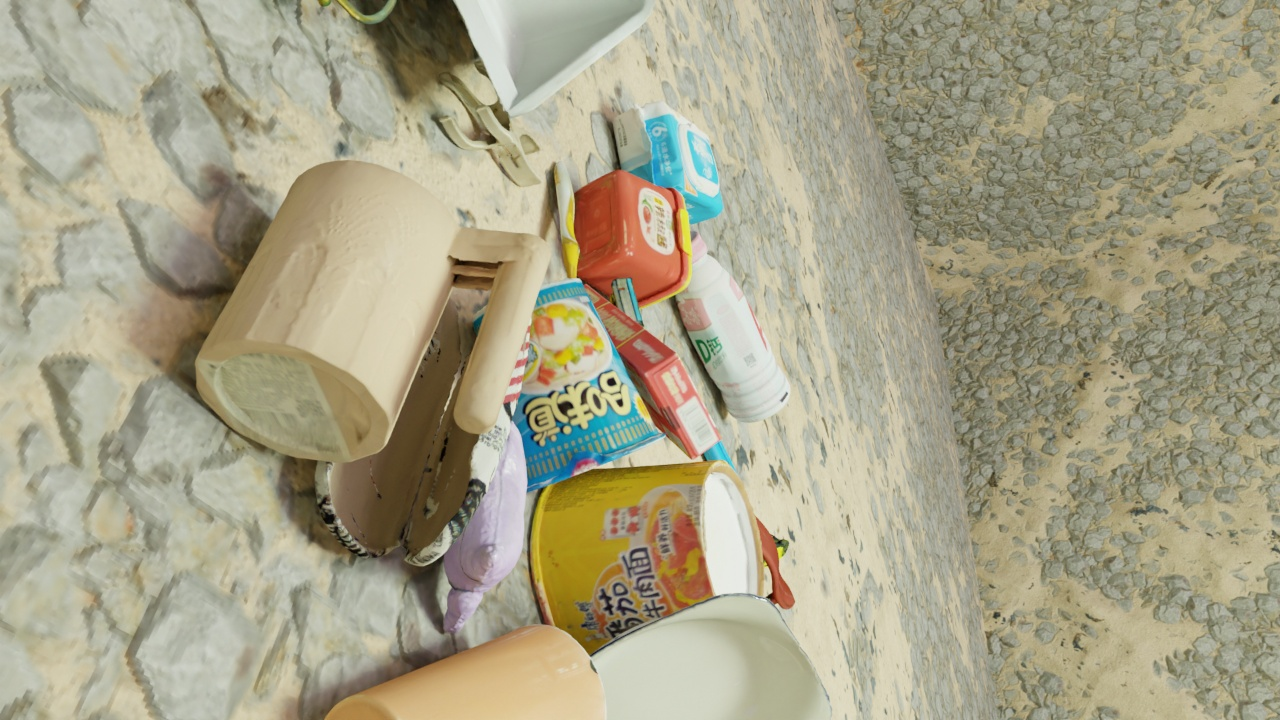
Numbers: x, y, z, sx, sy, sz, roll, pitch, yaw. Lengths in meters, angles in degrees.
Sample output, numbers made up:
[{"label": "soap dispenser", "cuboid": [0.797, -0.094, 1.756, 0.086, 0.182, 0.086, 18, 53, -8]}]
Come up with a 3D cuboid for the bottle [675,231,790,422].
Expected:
[{"label": "bottle", "cuboid": [0.080, -0.033, 0.891, 0.197, 0.068, 0.068, 61, 28, -25]}]

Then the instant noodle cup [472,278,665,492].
[{"label": "instant noodle cup", "cuboid": [-0.049, 0.012, 0.549, 0.099, 0.099, 0.110, -14, 83, -66]}]

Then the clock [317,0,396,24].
[{"label": "clock", "cuboid": [-0.173, -0.243, 0.450, 0.161, 0.056, 0.115, 59, 30, -34]}]

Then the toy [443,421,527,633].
[{"label": "toy", "cuboid": [-0.081, 0.079, 0.477, 0.039, 0.084, 0.107, 15, 43, -19]}]

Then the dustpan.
[{"label": "dustpan", "cuboid": [-0.060, -0.303, 0.590, 0.257, 0.143, 0.223, -100, 166, -67]}]

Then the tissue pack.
[{"label": "tissue pack", "cuboid": [0.029, -0.180, 0.857, 0.140, 0.063, 0.090, 3, 74, -66]}]

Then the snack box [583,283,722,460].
[{"label": "snack box", "cuboid": [-0.004, 0.004, 0.620, 0.153, 0.025, 0.075, 40, -19, 58]}]

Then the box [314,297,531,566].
[{"label": "box", "cuboid": [-0.110, 0.019, 0.450, 0.087, 0.077, 0.162, 24, 48, -20]}]

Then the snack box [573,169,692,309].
[{"label": "snack box", "cuboid": [-0.012, -0.094, 0.710, 0.080, 0.082, 0.091, 21, 56, -46]}]

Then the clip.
[{"label": "clip", "cuboid": [-0.095, -0.141, 0.601, 0.105, 0.035, 0.082, 60, 24, -50]}]

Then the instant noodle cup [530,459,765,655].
[{"label": "instant noodle cup", "cuboid": [0.012, 0.127, 0.592, 0.138, 0.110, 0.137, 42, 41, -53]}]

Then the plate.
[{"label": "plate", "cuboid": [0.019, 0.198, 0.530, 0.164, 0.164, 0.034, 61, 3, -35]}]

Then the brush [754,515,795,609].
[{"label": "brush", "cuboid": [0.076, 0.163, 0.718, 0.146, 0.069, 0.063, 59, 29, -45]}]

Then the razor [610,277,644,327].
[{"label": "razor", "cuboid": [-0.003, -0.017, 0.724, 0.132, 0.028, 0.043, 63, 8, -67]}]

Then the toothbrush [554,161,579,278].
[{"label": "toothbrush", "cuboid": [-0.046, -0.083, 0.649, 0.016, 0.018, 0.191, 59, 16, -47]}]

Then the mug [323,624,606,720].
[{"label": "mug", "cuboid": [-0.081, 0.169, 0.415, 0.122, 0.078, 0.078, 10, 68, -58]}]

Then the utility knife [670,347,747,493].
[{"label": "utility knife", "cuboid": [0.061, 0.066, 0.850, 0.191, 0.018, 0.034, 64, 22, -23]}]

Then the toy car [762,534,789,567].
[{"label": "toy car", "cuboid": [0.103, 0.175, 0.855, 0.105, 0.048, 0.032, 14, 97, -65]}]

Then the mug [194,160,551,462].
[{"label": "mug", "cuboid": [-0.109, -0.018, 0.391, 0.084, 0.125, 0.103, 93, 6, -50]}]
